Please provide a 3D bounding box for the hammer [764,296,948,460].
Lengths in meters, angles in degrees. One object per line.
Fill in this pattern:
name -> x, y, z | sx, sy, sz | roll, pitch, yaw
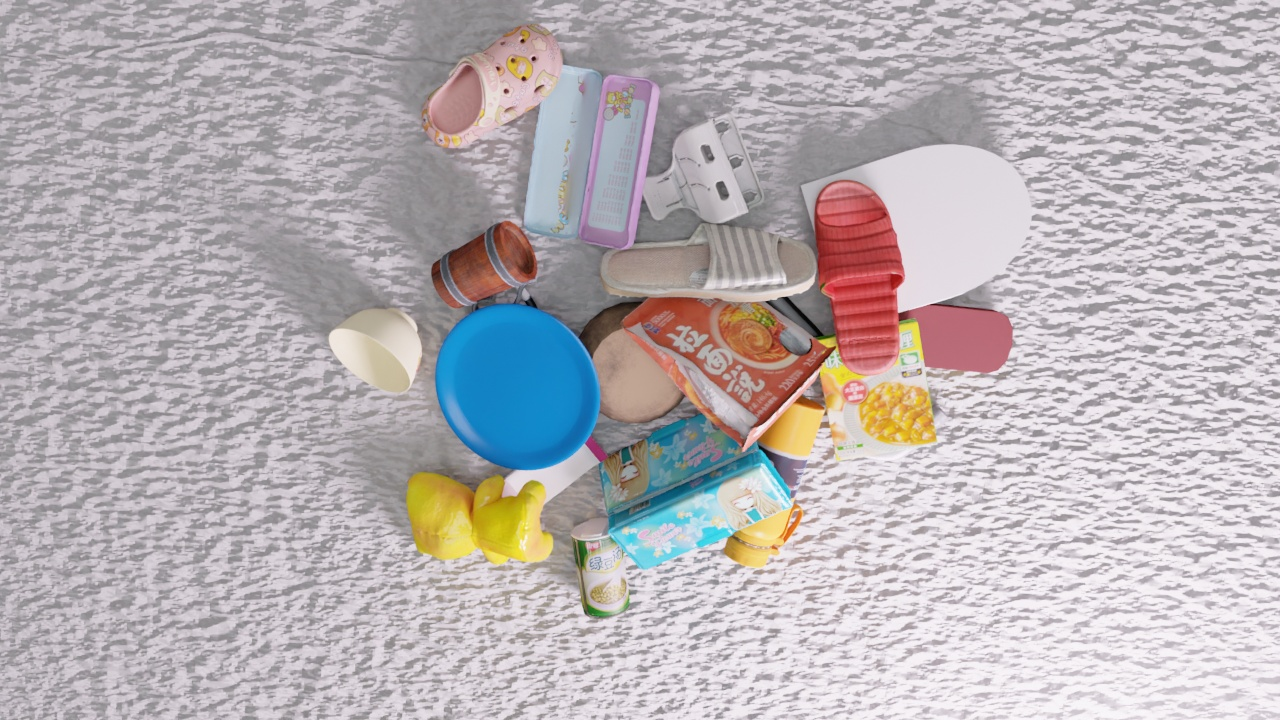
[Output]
hammer -> 0.260, 0.007, 1.222 | 0.127, 0.029, 0.323 | -43, 98, 7

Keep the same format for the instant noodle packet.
instant noodle packet -> 0.105, -0.020, 1.146 | 0.221, 0.084, 0.164 | 41, 63, 14

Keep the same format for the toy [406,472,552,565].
toy -> -0.216, 0.220, 1.208 | 0.194, 0.087, 0.135 | 5, 114, 10

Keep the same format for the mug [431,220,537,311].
mug -> -0.188, -0.104, 1.157 | 0.111, 0.081, 0.117 | -22, 126, 21

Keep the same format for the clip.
clip -> 0.073, -0.228, 1.144 | 0.151, 0.105, 0.126 | -24, 98, -7

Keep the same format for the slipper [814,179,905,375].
slipper -> 0.272, -0.104, 1.134 | 0.104, 0.059, 0.248 | -10, 90, 12

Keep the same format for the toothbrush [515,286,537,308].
toothbrush -> -0.147, -0.084, 1.199 | 0.017, 0.012, 0.187 | -35, 100, -8

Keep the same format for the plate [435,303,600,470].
plate -> -0.157, 0.034, 1.185 | 0.224, 0.024, 0.224 | 4, 107, 13

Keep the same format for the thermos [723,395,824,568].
thermos -> 0.181, 0.163, 1.222 | 0.091, 0.076, 0.233 | 20, 100, 16

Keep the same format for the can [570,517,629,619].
can -> -0.053, 0.281, 1.246 | 0.067, 0.067, 0.121 | -8, 101, 0

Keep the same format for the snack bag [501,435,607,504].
snack bag -> -0.141, 0.163, 1.245 | 0.197, 0.016, 0.070 | -39, 99, 8

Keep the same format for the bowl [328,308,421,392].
bowl -> -0.324, -0.025, 1.169 | 0.118, 0.118, 0.073 | 34, 56, -8

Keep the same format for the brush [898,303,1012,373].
brush -> 0.398, -0.033, 1.210 | 0.173, 0.042, 0.082 | 6, 101, -3

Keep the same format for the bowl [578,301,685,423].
bowl -> -0.007, 0.007, 1.191 | 0.162, 0.070, 0.162 | 0, 101, -2

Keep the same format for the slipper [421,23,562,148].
slipper -> -0.185, -0.332, 1.108 | 0.197, 0.081, 0.093 | -35, 87, 8

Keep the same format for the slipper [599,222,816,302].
slipper -> 0.083, -0.123, 1.152 | 0.273, 0.114, 0.054 | -1, 138, 6

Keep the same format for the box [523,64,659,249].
box -> -0.064, -0.255, 1.153 | 0.151, 0.040, 0.214 | 12, 100, 9

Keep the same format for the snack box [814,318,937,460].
snack box -> 0.305, 0.040, 1.190 | 0.132, 0.027, 0.168 | -11, 102, 12

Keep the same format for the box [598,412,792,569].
box -> 0.060, 0.163, 1.180 | 0.228, 0.086, 0.168 | -27, 87, 17

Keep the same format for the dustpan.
dustpan -> 0.358, -0.169, 1.173 | 0.258, 0.053, 0.191 | -16, 87, 11
